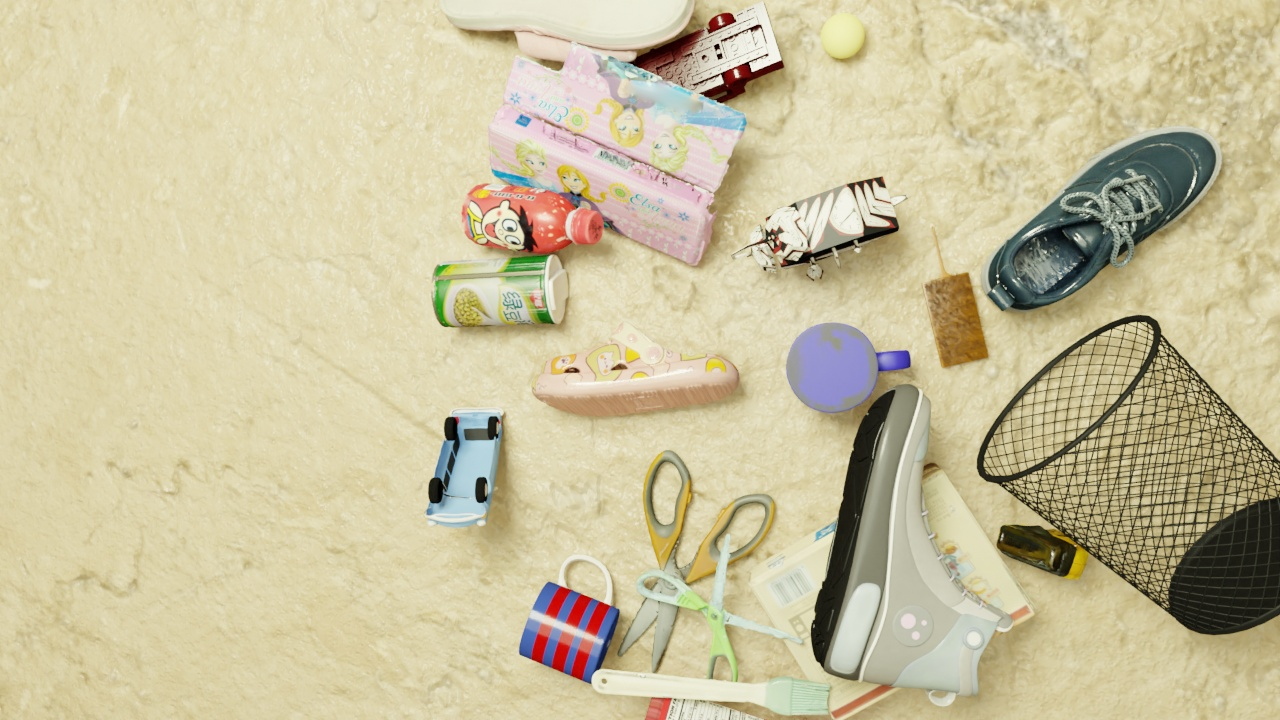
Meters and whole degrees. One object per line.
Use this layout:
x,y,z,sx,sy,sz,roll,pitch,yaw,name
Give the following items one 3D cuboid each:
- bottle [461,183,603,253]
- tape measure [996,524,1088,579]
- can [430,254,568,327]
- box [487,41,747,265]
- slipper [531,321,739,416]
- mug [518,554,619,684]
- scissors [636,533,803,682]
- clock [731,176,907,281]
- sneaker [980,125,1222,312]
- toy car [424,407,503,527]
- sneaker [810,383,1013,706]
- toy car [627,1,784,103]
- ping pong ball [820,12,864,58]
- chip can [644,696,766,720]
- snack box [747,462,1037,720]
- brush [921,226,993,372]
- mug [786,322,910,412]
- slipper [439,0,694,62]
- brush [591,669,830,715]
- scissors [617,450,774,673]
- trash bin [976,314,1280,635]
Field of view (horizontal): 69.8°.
-0.101,-0.133,0.877,0.138,0.061,0.062,11,93,28,bottle
0.363,0.168,0.821,0.064,0.066,0.037,16,91,-28,tape measure
-0.136,-0.067,0.899,0.121,0.067,0.067,-2,91,10,can
-0.030,-0.191,0.848,0.230,0.061,0.161,25,131,8,box
-0.005,0.005,0.877,0.197,0.093,0.081,-4,71,8,slipper
-0.062,0.248,0.899,0.076,0.075,0.111,20,69,9,mug
0.071,0.240,0.865,0.173,0.021,0.171,13,107,30,scissors
0.156,-0.108,0.820,0.154,0.115,0.065,-18,88,-8,clock
0.399,-0.123,0.794,0.236,0.087,0.089,-40,85,9,sneaker
-0.165,0.104,0.880,0.056,0.153,0.055,-1,128,1,toy car
0.247,0.158,0.779,0.160,0.093,0.256,15,92,1,sneaker
0.048,-0.270,0.862,0.170,0.061,0.070,-17,88,20,toy car
0.187,-0.301,0.850,0.040,0.040,0.040,0,91,10,ping pong ball
0.105,0.375,0.861,0.213,0.087,0.087,15,94,8,chip can
0.228,0.213,0.850,0.207,0.055,0.153,-33,86,9,snack box
0.287,-0.059,0.851,0.048,0.017,0.126,-13,89,10,brush
0.189,0.004,0.836,0.111,0.083,0.079,-6,90,10,mug
-0.071,-0.338,0.873,0.275,0.054,0.114,17,77,25,slipper
0.063,0.302,0.841,0.218,0.012,0.033,3,93,6,brush
0.028,0.195,0.905,0.175,0.016,0.225,40,99,7,scissors
0.426,0.101,0.758,0.210,0.184,0.184,42,98,0,trash bin
